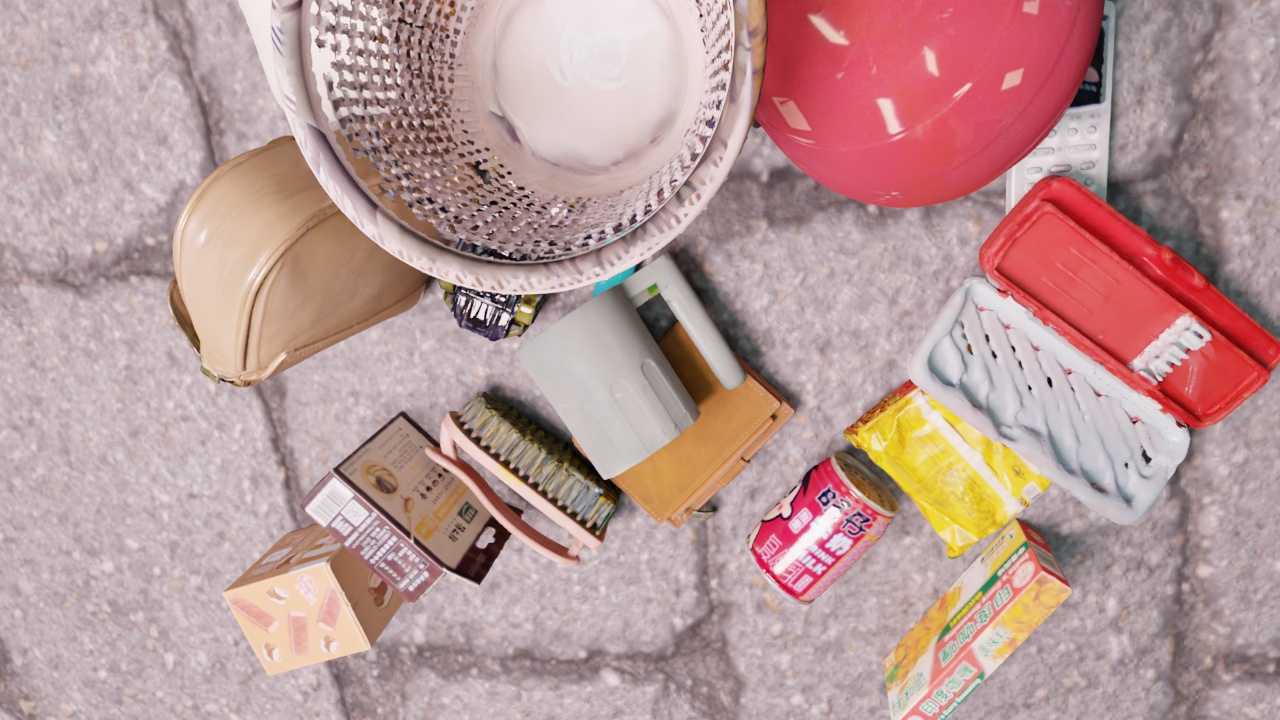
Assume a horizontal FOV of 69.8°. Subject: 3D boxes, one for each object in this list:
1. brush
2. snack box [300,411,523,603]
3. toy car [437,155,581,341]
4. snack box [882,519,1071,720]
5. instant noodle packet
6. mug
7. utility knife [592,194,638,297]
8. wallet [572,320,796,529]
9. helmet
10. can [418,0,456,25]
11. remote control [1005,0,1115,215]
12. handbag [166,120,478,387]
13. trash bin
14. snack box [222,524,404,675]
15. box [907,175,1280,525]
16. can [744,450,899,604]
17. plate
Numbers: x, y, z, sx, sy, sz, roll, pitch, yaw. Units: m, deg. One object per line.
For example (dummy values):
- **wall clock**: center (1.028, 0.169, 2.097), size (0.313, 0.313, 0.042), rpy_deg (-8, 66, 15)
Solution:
- **brush**: center (-0.086, 0.086, 0.673), size (0.145, 0.063, 0.073), rpy_deg (37, 99, -3)
- **snack box**: center (-0.160, 0.108, 0.666), size (0.125, 0.113, 0.053), rpy_deg (45, 110, -6)
- **toy car**: center (-0.083, -0.090, 0.626), size (0.070, 0.042, 0.158), rpy_deg (24, 97, 0)
- **snack box**: center (0.231, 0.190, 0.646), size (0.027, 0.077, 0.156), rpy_deg (34, 109, -2)
- **instant noodle packet**: center (0.220, 0.063, 0.626), size (0.111, 0.044, 0.128), rpy_deg (-40, 100, 16)
- **mug**: center (-0.004, 0.004, 0.608), size (0.124, 0.084, 0.103), rpy_deg (-33, 91, -5)
- **utility knife**: center (-0.026, -0.032, 0.653), size (0.029, 0.013, 0.178), rpy_deg (16, 113, 4)
- **wallet**: center (0.034, 0.052, 0.657), size (0.119, 0.035, 0.131), rpy_deg (42, 109, -3)
- **helmet**: center (0.133, -0.193, 0.498), size (0.240, 0.143, 0.207), rpy_deg (42, 118, 0)
- **can**: center (-0.085, -0.273, 0.561), size (0.146, 0.058, 0.058), rpy_deg (-34, 99, 17)
- **remote control**: center (0.258, -0.143, 0.566), size (0.058, 0.021, 0.150), rpy_deg (-3, 108, 10)
- **handbag**: center (-0.197, -0.075, 0.571), size (0.100, 0.203, 0.148), rpy_deg (36, 122, 9)
- **trash bin**: center (-0.046, -0.162, 0.493), size (0.227, 0.192, 0.227), rpy_deg (2, 104, 8)
- **snack box**: center (-0.245, 0.177, 0.713), size (0.094, 0.092, 0.077), rpy_deg (-19, 104, 14)
- **box**: center (0.284, -0.002, 0.579), size (0.201, 0.050, 0.161), rpy_deg (33, 102, -12)
- **can**: center (0.128, 0.117, 0.646), size (0.066, 0.066, 0.094), rpy_deg (38, 109, -4)
- **plate**: center (-0.205, -0.235, 0.576), size (0.164, 0.034, 0.164), rpy_deg (9, 125, 42)
